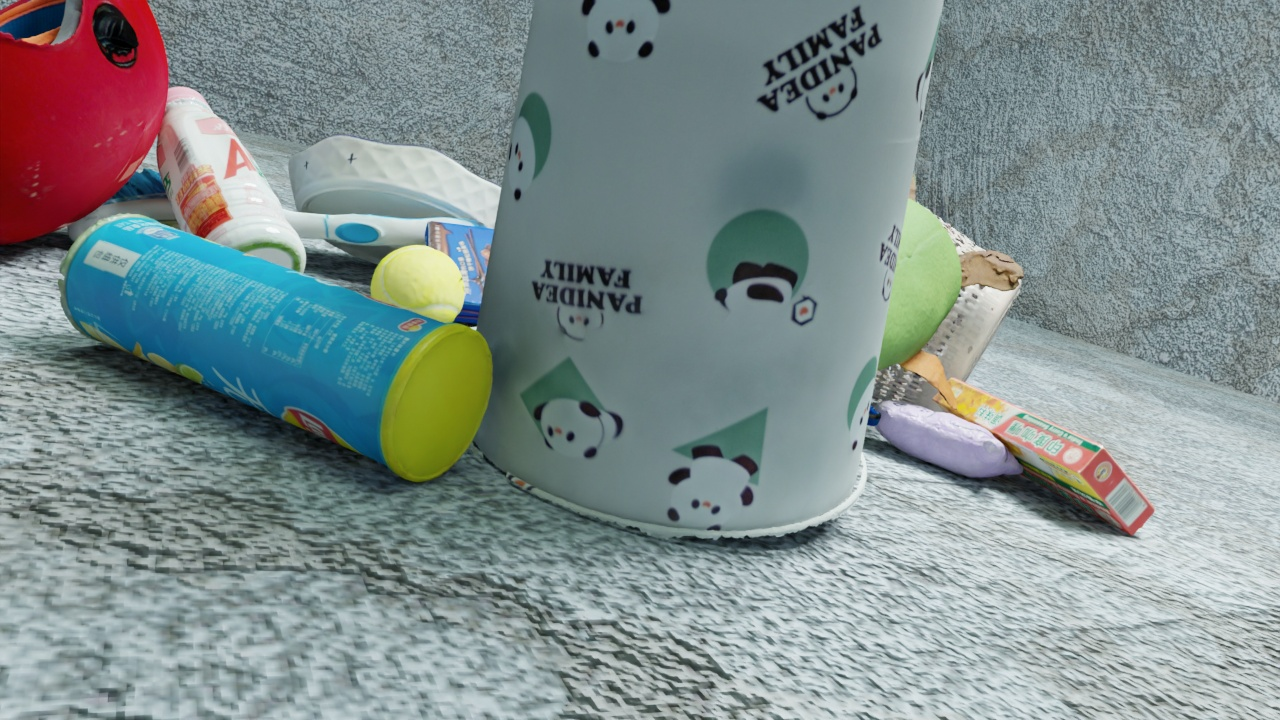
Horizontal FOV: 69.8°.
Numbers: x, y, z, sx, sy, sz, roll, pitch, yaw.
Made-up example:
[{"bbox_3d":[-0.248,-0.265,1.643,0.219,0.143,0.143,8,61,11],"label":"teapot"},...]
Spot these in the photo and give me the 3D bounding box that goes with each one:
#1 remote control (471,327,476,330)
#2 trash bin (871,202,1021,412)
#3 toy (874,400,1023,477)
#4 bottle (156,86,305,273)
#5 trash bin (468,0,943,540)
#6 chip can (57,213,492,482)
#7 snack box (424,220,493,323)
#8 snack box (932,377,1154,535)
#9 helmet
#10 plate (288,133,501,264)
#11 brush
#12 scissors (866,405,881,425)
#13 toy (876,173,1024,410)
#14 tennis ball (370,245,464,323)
[{"bbox_3d":[-0.123,-0.004,0.592,0.058,0.021,0.149,19,11,21],"label":"remote control"},{"bbox_3d":[0.225,-0.054,0.844,0.192,0.228,0.227,32,17,18],"label":"trash bin"},{"bbox_3d":[0.216,0.056,0.662,0.108,0.039,0.084,23,-5,33],"label":"toy"},{"bbox_3d":[-0.302,-0.124,0.653,0.068,0.068,0.197,2,42,-47],"label":"bottle"},{"bbox_3d":[0.032,-0.077,0.466,0.229,0.252,0.229,9,21,-4],"label":"trash bin"},{"bbox_3d":[-0.176,-0.011,0.436,0.210,0.071,0.071,18,12,22],"label":"chip can"},{"bbox_3d":[-0.095,-0.066,0.746,0.157,0.026,0.084,5,52,-20],"label":"snack box"},{"bbox_3d":[0.287,0.064,0.666,0.077,0.027,0.156,42,-1,-24],"label":"snack box"},{"bbox_3d":[-0.411,-0.165,0.610,0.207,0.144,0.239,-2,35,21],"label":"helmet"},{"bbox_3d":[-0.218,-0.133,0.840,0.205,0.045,0.205,8,-18,2],"label":"plate"},{"bbox_3d":[-0.287,-0.112,0.739,0.313,0.061,0.109,-7,27,-32],"label":"brush"},{"bbox_3d":[0.102,0.014,0.668,0.162,0.012,0.176,3,17,-46],"label":"scissors"},{"bbox_3d":[0.174,-0.061,0.689,0.246,0.090,0.227,-33,79,-35],"label":"toy"},{"bbox_3d":[-0.158,-0.049,0.654,0.065,0.065,0.065,14,12,-3],"label":"tennis ball"}]
